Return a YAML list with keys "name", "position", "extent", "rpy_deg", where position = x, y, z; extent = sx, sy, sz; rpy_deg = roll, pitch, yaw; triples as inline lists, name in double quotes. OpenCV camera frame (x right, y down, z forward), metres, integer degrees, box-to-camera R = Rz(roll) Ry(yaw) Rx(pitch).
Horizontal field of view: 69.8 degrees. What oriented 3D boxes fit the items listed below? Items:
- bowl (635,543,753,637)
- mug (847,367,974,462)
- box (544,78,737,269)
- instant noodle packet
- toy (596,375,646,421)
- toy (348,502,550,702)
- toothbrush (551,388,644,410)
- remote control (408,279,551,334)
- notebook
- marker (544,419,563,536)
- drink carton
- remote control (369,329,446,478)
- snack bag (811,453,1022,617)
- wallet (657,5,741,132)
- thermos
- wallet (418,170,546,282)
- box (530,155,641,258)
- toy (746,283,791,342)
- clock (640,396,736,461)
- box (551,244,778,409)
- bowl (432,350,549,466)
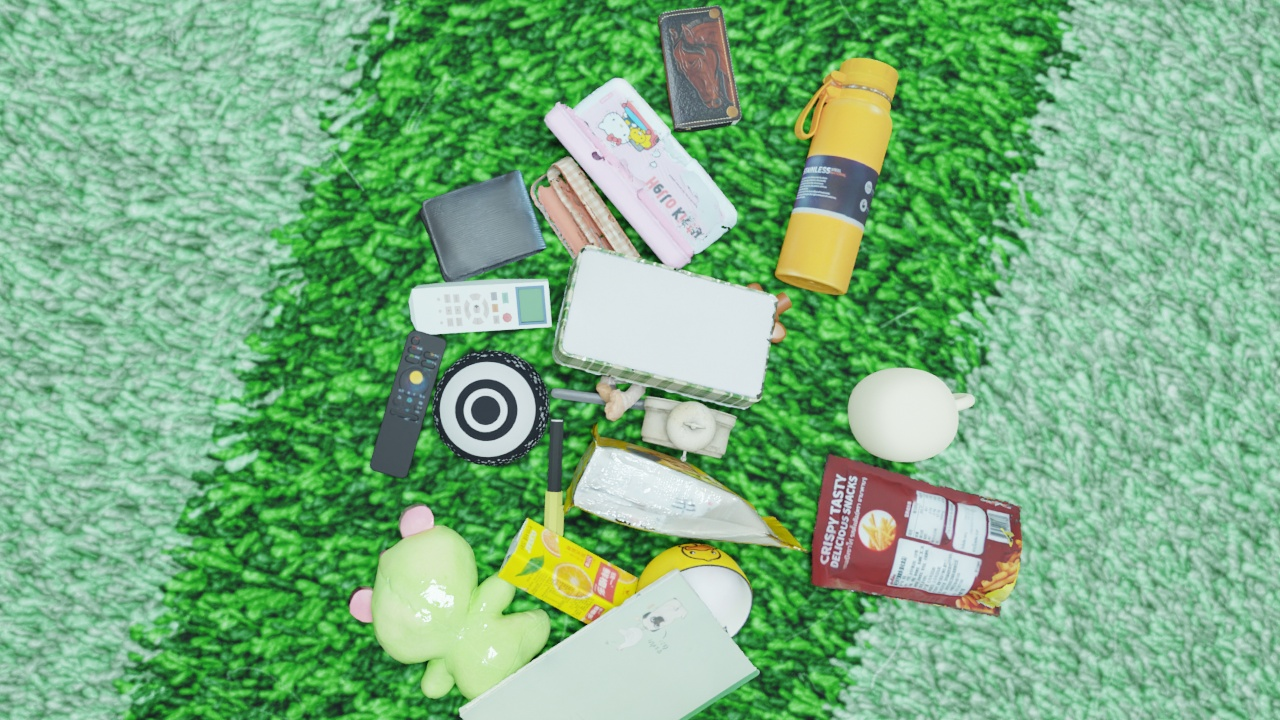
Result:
- name: "bowl"
  position: [0.048, 0.232, 0.929]
  extent: [0.117, 0.067, 0.117]
  rpy_deg: [-6, 118, -12]
- name: "mug"
  position: [0.282, 0.053, 0.934]
  extent: [0.120, 0.100, 0.096]
  rpy_deg: [-14, 91, -3]
- name: "box"
  position: [-0.005, -0.183, 0.933]
  extent: [0.201, 0.146, 0.077]
  rpy_deg: [50, 128, -2]
- name: "instant noodle packet"
  position: [0.043, 0.134, 0.891]
  extent: [0.221, 0.163, 0.084]
  rpy_deg: [18, 87, -3]
- name: "toy"
  position: [-0.006, 0.006, 0.934]
  extent: [0.105, 0.074, 0.085]
  rpy_deg: [-23, 91, -18]
- name: "toy"
  position: [-0.190, 0.258, 0.913]
  extent: [0.197, 0.107, 0.150]
  rpy_deg: [36, 89, -11]
- name: "toothbrush"
  position: [-0.011, 0.045, 0.964]
  extent: [0.167, 0.013, 0.013]
  rpy_deg: [8, 90, -1]
- name: "remote control"
  position: [-0.165, -0.057, 0.946]
  extent: [0.143, 0.024, 0.050]
  rpy_deg: [-3, 112, -2]
- name: "notebook"
  position: [-0.025, 0.329, 0.913]
  extent: [0.252, 0.010, 0.182]
  rpy_deg: [-33, 120, 3]
- name: "marker"
  position: [-0.088, 0.124, 0.955]
  extent: [0.021, 0.017, 0.124]
  rpy_deg: [2, 90, 41]
- name: "drink carton"
  position: [-0.071, 0.221, 0.928]
  extent: [0.134, 0.058, 0.043]
  rpy_deg: [30, 120, -8]
- name: "remote control"
  position: [-0.238, 0.045, 0.941]
  extent: [0.041, 0.020, 0.152]
  rpy_deg: [17, 95, -6]
- name: "snack bag"
  position: [0.285, 0.186, 0.955]
  extent: [0.208, 0.067, 0.139]
  rpy_deg: [12, 84, -1]
- name: "wallet"
  position: [0.061, -0.305, 0.963]
  extent: [0.072, 0.019, 0.123]
  rpy_deg: [-10, 90, -7]
- name: "thermos"
  position: [0.199, -0.190, 0.937]
  extent: [0.091, 0.076, 0.232]
  rpy_deg: [16, 89, -38]
- name: "wallet"
  position: [-0.164, -0.138, 0.949]
  extent: [0.115, 0.026, 0.089]
  rpy_deg: [-20, 89, -3]
- name: "box"
  position: [-0.044, -0.118, 0.940]
  extent: [0.041, 0.083, 0.187]
  rpy_deg: [-34, 90, -29]
- name: "toy"
  position: [0.102, -0.029, 0.945]
  extent: [0.127, 0.065, 0.095]
  rpy_deg: [-32, 97, -8]
- name: "clock"
  position: [0.045, 0.068, 0.889]
  extent: [0.093, 0.141, 0.054]
  rpy_deg: [13, 85, -1]
- name: "box"
  position: [0.025, -0.030, 0.879]
  extent: [0.205, 0.051, 0.117]
  rpy_deg: [13, 75, -11]
- name: "bowl"
  position: [-0.153, 0.049, 0.929]
  extent: [0.120, 0.066, 0.120]
  rpy_deg: [0, 90, -3]
